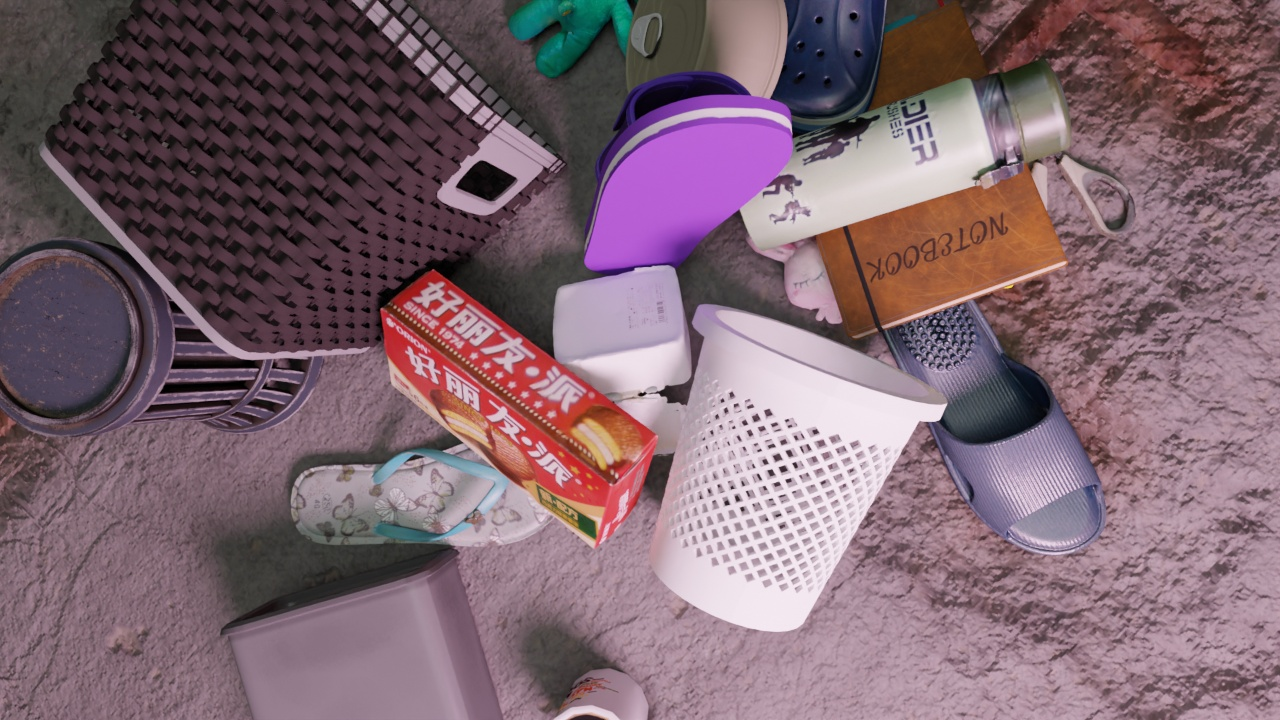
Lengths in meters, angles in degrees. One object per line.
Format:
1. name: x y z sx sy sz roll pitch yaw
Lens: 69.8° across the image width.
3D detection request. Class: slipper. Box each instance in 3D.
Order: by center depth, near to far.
1. slipper: 0.019 -0.147 0.679 0.107 0.267 0.084 4 74 -15
2. slipper: 0.144 -0.302 0.721 0.105 0.095 0.252 9 78 19
3. slipper: 0.277 0.043 0.728 0.101 0.082 0.263 -32 86 8
4. slipper: -0.185 0.123 0.802 0.269 0.054 0.098 -10 91 9

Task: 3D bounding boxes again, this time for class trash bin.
1. trash bin: 0.102 0.085 0.708 0.195 0.195 0.200 21 102 7
2. trash bin: -0.384 -0.016 0.737 0.164 0.227 0.164 0 90 7
3. trash bin: -0.224 0.297 0.785 0.192 0.097 0.220 -17 89 7

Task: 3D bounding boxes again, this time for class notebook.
1. notebook: 0.198 -0.154 0.722 0.179 0.014 0.249 -21 70 20

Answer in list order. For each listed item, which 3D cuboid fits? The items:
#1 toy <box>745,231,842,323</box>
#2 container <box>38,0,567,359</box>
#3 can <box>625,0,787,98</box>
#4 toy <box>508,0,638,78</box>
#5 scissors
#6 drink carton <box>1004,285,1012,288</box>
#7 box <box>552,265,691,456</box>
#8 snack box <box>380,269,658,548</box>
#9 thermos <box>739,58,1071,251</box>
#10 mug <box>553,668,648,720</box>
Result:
1. toy: 0.141 -0.081 0.762 0.063 0.047 0.110 -39 80 -6
2. container: -0.250 -0.166 0.715 0.245 0.247 0.244 46 98 5
3. can: 0.049 -0.247 0.724 0.073 0.128 0.128 3 90 -28
4. toy: -0.024 -0.319 0.773 0.194 0.072 0.130 -34 91 15
5. scissors: 0.342 -0.157 0.753 0.162 0.012 0.158 25 91 7
6. drink carton: 0.276 -0.127 0.725 0.043 0.058 0.134 -2 77 7
7. box: -0.004 0.015 0.775 0.108 0.137 0.128 -12 49 8
8. snack box: -0.101 0.039 0.738 0.236 0.113 0.060 36 57 14
9. thermos: 0.188 -0.146 0.671 0.232 0.082 0.082 -15 88 21
10. mug: -0.021 0.312 0.761 0.105 0.089 0.073 17 92 7
